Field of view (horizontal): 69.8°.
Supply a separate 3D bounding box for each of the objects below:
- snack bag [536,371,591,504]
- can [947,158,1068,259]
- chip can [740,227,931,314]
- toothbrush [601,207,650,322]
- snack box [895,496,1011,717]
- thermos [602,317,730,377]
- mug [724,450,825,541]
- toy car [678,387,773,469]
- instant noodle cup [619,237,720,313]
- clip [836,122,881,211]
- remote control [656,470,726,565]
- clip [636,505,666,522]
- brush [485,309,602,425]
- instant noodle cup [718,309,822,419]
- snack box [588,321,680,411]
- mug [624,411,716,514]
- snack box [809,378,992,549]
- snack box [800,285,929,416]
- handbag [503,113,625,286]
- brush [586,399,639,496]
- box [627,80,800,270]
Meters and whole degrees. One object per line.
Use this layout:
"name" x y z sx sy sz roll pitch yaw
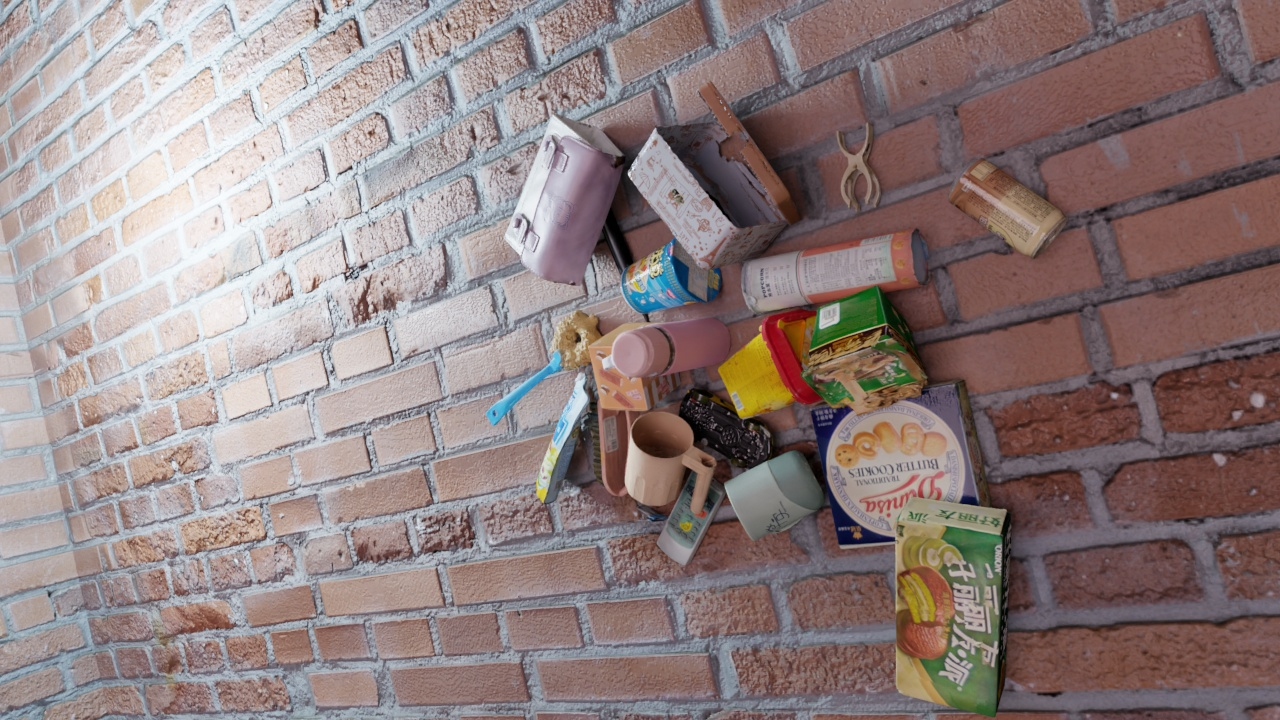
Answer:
"snack bag" -0.109 0.110 1.342 0.039 0.110 0.191 20 112 -2
"can" 0.397 -0.166 0.997 0.116 0.058 0.059 43 116 22
"chip can" 0.232 -0.106 1.105 0.215 0.071 0.071 -8 91 34
"toothbrush" -0.017 -0.127 1.294 0.027 0.026 0.212 -31 79 46
"snack box" 0.354 0.279 1.043 0.115 0.063 0.240 6 112 29
"thermos" 0.033 -0.013 1.172 0.087 0.198 0.067 -22 85 35
"mug" 0.177 0.177 1.165 0.106 0.112 0.082 -28 40 6
"toy car" 0.113 0.092 1.224 0.156 0.041 0.071 28 110 33
"instant noodle cup" 0.035 -0.110 1.227 0.110 0.099 0.099 -17 86 42
"clip" 0.252 -0.228 1.101 0.076 0.034 0.103 -20 80 33
"remote control" 0.070 0.220 1.281 0.056 0.019 0.135 35 113 25
"clip" 0.013 0.224 1.310 0.056 0.024 0.028 1 94 57
"brush" -0.149 0.019 1.381 0.255 0.045 0.083 -40 76 24
"instant noodle cup" 0.173 0.011 1.141 0.124 0.116 0.116 -34 76 43
"snack box" -0.007 0.007 1.251 0.077 0.092 0.094 0 112 33
"mug" 0.040 0.142 1.226 0.125 0.084 0.104 29 137 20
"snack box" 0.311 0.126 1.097 0.178 0.045 0.182 -13 88 33
"snack box" 0.257 -0.017 1.057 0.118 0.117 0.105 -22 46 30
"handbag" -0.105 -0.223 1.276 0.145 0.098 0.197 47 121 45
"brush" -0.032 0.123 1.311 0.073 0.063 0.145 3 98 43
"box" 0.114 -0.231 1.126 0.181 0.148 0.158 54 135 16
